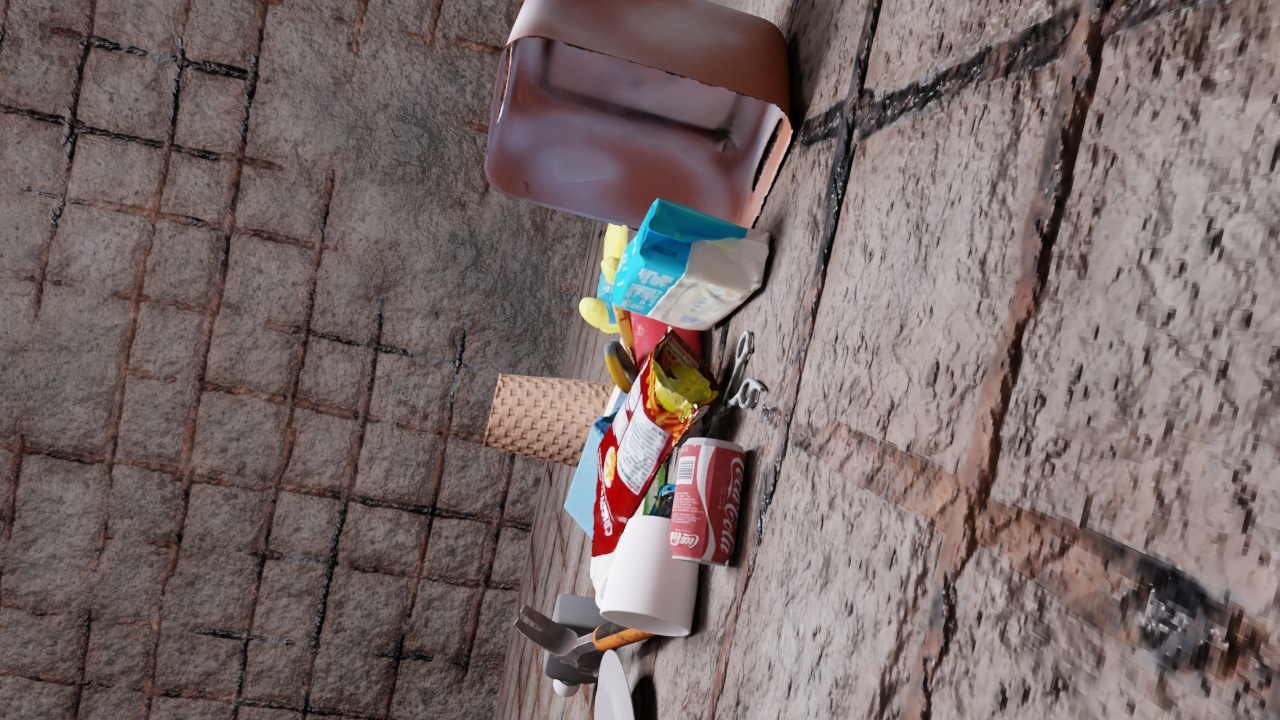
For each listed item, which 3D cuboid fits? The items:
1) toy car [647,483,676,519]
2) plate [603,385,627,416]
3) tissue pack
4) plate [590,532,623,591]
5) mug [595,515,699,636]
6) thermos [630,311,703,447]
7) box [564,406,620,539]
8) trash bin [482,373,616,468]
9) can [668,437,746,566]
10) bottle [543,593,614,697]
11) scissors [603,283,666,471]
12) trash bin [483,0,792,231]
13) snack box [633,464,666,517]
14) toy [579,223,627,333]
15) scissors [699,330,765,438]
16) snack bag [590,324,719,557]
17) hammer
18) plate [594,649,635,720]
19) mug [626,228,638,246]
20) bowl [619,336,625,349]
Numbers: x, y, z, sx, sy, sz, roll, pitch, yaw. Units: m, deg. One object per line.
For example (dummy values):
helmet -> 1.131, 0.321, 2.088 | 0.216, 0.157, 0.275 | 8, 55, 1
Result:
toy car -> 0.033, 0.142, 0.865 | 0.106, 0.048, 0.032 | 109, 171, -51
plate -> -0.016, 0.020, 1.315 | 0.187, 0.016, 0.186 | 129, 163, -79
tissue pack -> 0.040, -0.082, 0.873 | 0.210, 0.117, 0.066 | 130, 154, -73
plate -> -0.044, 0.242, 1.121 | 0.104, 0.026, 0.104 | -172, 91, -82
mug -> 0.002, 0.196, 0.834 | 0.114, 0.081, 0.087 | -17, 51, 46
thermos -> 0.031, -0.009, 0.981 | 0.073, 0.073, 0.239 | 110, 161, -45
box -> -0.023, 0.152, 1.269 | 0.112, 0.094, 0.232 | -32, -23, -32
trash bin -> -0.132, 0.091, 1.460 | 0.151, 0.210, 0.151 | -170, 91, -82
can -> 0.054, 0.114, 0.739 | 0.054, 0.054, 0.096 | 133, 147, -74
bottle -> -0.082, 0.377, 1.194 | 0.046, 0.083, 0.174 | -89, 12, -51
scissors -> -0.006, 0.007, 1.018 | 0.225, 0.016, 0.228 | 57, -161, -59
trash bin -> 0.002, -0.240, 0.866 | 0.182, 0.259, 0.157 | 111, 171, -50
snack box -> -0.005, 0.208, 1.094 | 0.168, 0.027, 0.131 | 117, 163, -63
toy -> -0.016, -0.142, 1.339 | 0.149, 0.084, 0.214 | 13, -86, -76
scissors -> 0.077, 0.045, 0.809 | 0.147, 0.014, 0.142 | -104, 29, -70
snack bag -> -0.007, 0.078, 0.881 | 0.208, 0.066, 0.138 | -58, 28, 33
hammer -> -0.042, 0.289, 0.988 | 0.034, 0.138, 0.315 | -63, 8, -30
plate -> -0.029, 0.389, 0.938 | 0.178, 0.012, 0.178 | 179, 91, -75
mug -> 0.029, -0.191, 1.260 | 0.116, 0.080, 0.107 | 43, -128, -66
bowl -> 0.013, -0.028, 1.143 | 0.116, 0.065, 0.116 | -170, 92, -83
